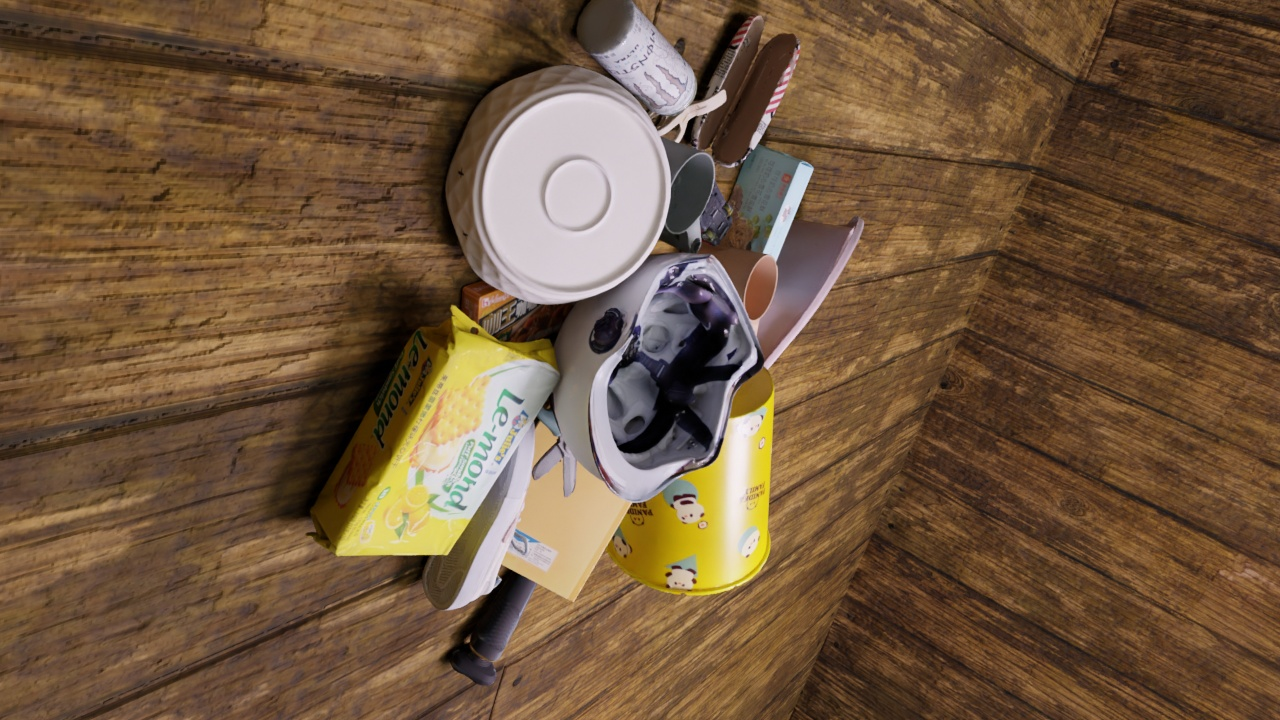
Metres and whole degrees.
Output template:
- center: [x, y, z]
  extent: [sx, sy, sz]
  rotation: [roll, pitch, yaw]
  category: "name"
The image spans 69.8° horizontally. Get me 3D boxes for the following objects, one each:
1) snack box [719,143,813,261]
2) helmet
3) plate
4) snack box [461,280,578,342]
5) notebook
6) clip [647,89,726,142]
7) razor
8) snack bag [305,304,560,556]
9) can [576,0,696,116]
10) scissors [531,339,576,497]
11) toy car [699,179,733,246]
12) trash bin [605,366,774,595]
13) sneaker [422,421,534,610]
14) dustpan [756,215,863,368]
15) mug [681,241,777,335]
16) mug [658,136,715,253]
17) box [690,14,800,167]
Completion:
- center: [0.151, -0.184, 1.183]
  extent: [0.051, 0.074, 0.175]
  rotation: [-5, 119, -58]
  category: "snack box"
- center: [-0.006, 0.005, 0.944]
  extent: [0.258, 0.146, 0.229]
  rotation: [-58, 138, -15]
  category: "helmet"
- center: [-0.061, -0.144, 0.787]
  extent: [0.204, 0.045, 0.205]
  rotation: [-10, 113, -24]
  category: "plate"
- center: [-0.114, -0.054, 0.902]
  extent: [0.153, 0.026, 0.075]
  rotation: [-27, 137, -48]
  category: "snack box"
- center: [-0.085, 0.154, 1.048]
  extent: [0.206, 0.146, 0.010]
  rotation: [-60, -167, -5]
  category: "notebook"
- center: [0.042, -0.254, 0.958]
  extent: [0.099, 0.066, 0.034]
  rotation: [-42, 149, -12]
  category: "clip"
- center: [-0.170, 0.314, 1.133]
  extent: [0.167, 0.062, 0.068]
  rotation: [-60, -176, -15]
  category: "razor"
- center: [-0.185, 0.071, 0.826]
  extent: [0.246, 0.068, 0.158]
  rotation: [-57, 151, 8]
  category: "snack bag"
- center: [0.000, -0.280, 0.850]
  extent: [0.058, 0.058, 0.146]
  rotation: [-63, 153, 4]
  category: "can"
- center: [-0.073, 0.051, 1.000]
  extent: [0.169, 0.019, 0.181]
  rotation: [-39, 113, -33]
  category: "scissors"
- center: [0.069, -0.184, 1.075]
  extent: [0.052, 0.045, 0.120]
  rotation: [-56, 147, -15]
  category: "toy car"
- center: [0.068, 0.131, 1.189]
  extent: [0.228, 0.230, 0.256]
  rotation: [-32, 136, -44]
  category: "trash bin"
- center: [-0.148, 0.152, 0.964]
  extent: [0.090, 0.089, 0.242]
  rotation: [1, 117, -51]
  category: "sneaker"
- center: [0.239, -0.084, 1.323]
  extent: [0.222, 0.139, 0.274]
  rotation: [-60, 153, -31]
  category: "dustpan"
- center: [0.103, -0.082, 1.143]
  extent: [0.084, 0.104, 0.125]
  rotation: [-18, 121, -54]
  category: "mug"
- center: [0.011, -0.170, 0.923]
  extent: [0.083, 0.103, 0.124]
  rotation: [-47, 151, -26]
  category: "mug"
- center: [0.104, -0.302, 1.017]
  extent: [0.087, 0.076, 0.163]
  rotation: [22, 97, -33]
  category: "box"
